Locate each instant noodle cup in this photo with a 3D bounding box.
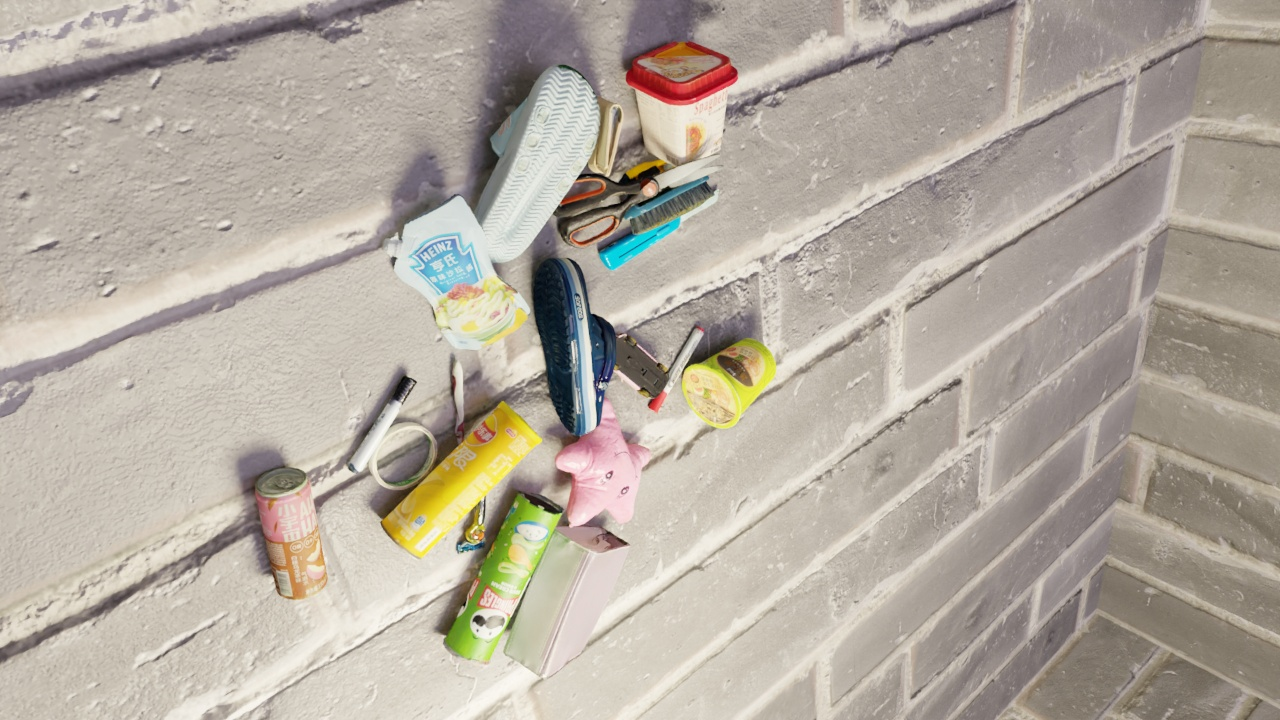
[{"bbox_3d":[0.053,-0.323,1.169,0.116,0.117,0.124,-32,141,-28],"label":"instant noodle cup"},{"bbox_3d":[0.145,0.026,1.422,0.123,0.112,0.112,-36,130,-36],"label":"instant noodle cup"}]

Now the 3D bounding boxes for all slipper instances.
[{"bbox_3d":[-0.073,-0.015,1.192,0.095,0.105,0.253,-21,125,-26],"label":"slipper"},{"bbox_3d":[-0.132,-0.227,1.068,0.104,0.074,0.246,12,116,-46],"label":"slipper"}]

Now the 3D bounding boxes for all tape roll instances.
[{"bbox_3d":[-0.290,0.117,1.122,0.085,0.014,0.086,-20,122,-36],"label":"tape roll"}]

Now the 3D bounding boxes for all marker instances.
[{"bbox_3d":[0.055,0.013,1.388,0.017,0.017,0.145,34,85,-46],"label":"marker"},{"bbox_3d":[-0.306,0.075,1.084,0.018,0.023,0.130,34,87,-35],"label":"marker"}]

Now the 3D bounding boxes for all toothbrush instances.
[{"bbox_3d":[-0.232,0.085,1.160,0.017,0.016,0.188,-10,117,-29],"label":"toothbrush"}]

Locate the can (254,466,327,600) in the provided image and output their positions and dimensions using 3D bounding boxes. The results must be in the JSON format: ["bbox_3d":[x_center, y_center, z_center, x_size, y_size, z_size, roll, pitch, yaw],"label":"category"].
[{"bbox_3d":[-0.392,0.197,1.033,0.057,0.058,0.147,-20,122,-35],"label":"can"}]

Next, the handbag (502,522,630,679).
[{"bbox_3d":[-0.106,0.342,1.337,0.144,0.098,0.197,18,96,-62],"label":"handbag"}]

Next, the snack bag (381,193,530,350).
[{"bbox_3d":[-0.211,-0.095,1.063,0.110,0.038,0.191,-22,133,8],"label":"snack bag"}]

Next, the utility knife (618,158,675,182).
[{"bbox_3d":[0.033,-0.257,1.207,0.156,0.015,0.033,-32,85,-28],"label":"utility knife"}]

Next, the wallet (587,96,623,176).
[{"bbox_3d":[-0.046,-0.267,1.099,0.024,0.115,0.087,2,109,-16],"label":"wallet"}]

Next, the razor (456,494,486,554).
[{"bbox_3d":[-0.214,0.194,1.223,0.042,0.022,0.143,-6,113,-43],"label":"razor"}]

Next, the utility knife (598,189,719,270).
[{"bbox_3d":[0.032,-0.186,1.274,0.224,0.018,0.034,-35,129,-28],"label":"utility knife"}]

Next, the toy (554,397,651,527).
[{"bbox_3d":[-0.053,0.169,1.316,0.178,0.075,0.195,-57,135,-26],"label":"toy"}]

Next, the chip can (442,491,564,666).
[{"bbox_3d":[-0.188,0.296,1.260,0.072,0.072,0.236,27,90,-46],"label":"chip can"}]

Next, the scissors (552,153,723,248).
[{"bbox_3d":[-0.007,-0.224,1.151,0.235,0.021,0.152,-40,124,10],"label":"scissors"}]

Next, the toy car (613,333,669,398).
[{"bbox_3d":[-0.008,0.008,1.316,0.122,0.037,0.056,42,77,-32],"label":"toy car"}]

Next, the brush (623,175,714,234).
[{"bbox_3d":[0.033,-0.225,1.233,0.143,0.055,0.073,-32,105,-28],"label":"brush"}]

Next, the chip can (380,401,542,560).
[{"bbox_3d":[-0.221,0.149,1.140,0.213,0.072,0.072,-46,134,-7],"label":"chip can"}]
